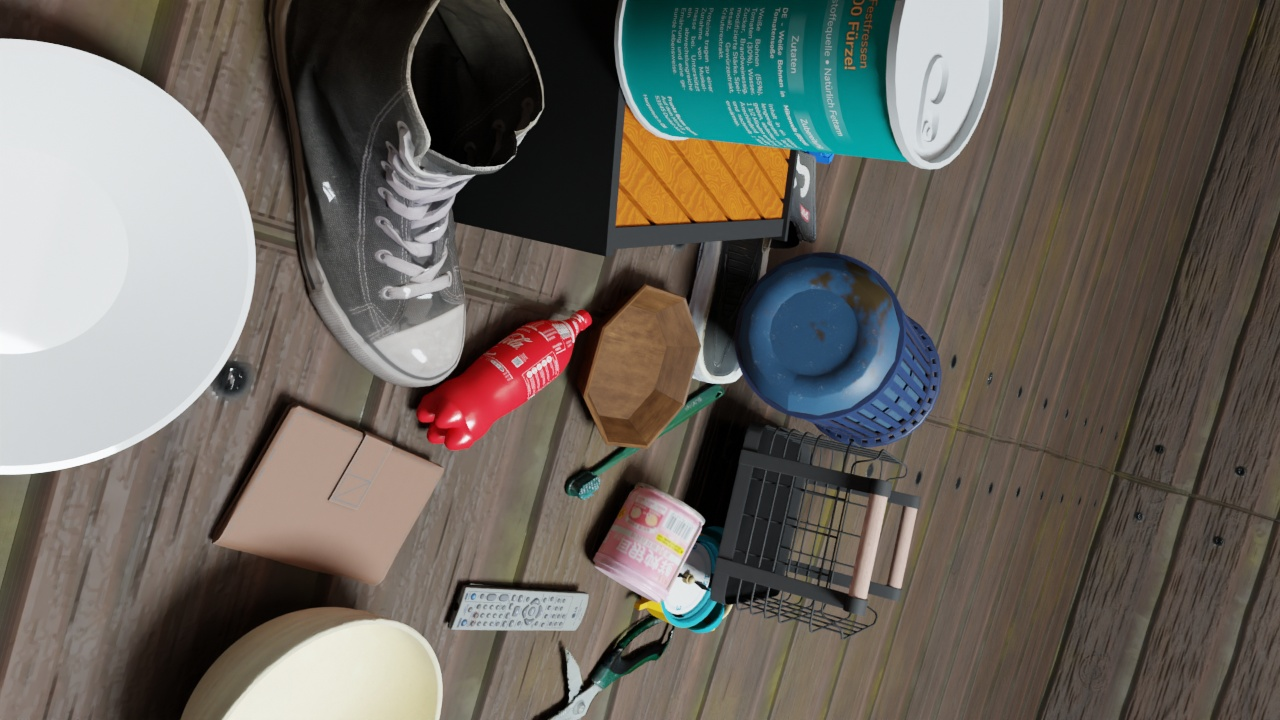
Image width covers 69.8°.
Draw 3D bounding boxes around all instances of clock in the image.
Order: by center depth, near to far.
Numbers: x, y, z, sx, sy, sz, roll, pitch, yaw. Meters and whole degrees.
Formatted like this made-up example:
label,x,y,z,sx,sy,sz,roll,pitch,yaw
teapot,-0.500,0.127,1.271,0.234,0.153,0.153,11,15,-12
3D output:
label,x,y,z,sx,sy,sz,roll,pitch,yaw
clock,0.049,0.198,0.836,0.129,0.044,0.099,18,85,-43

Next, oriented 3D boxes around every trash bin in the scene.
label,x,y,z,sx,sy,sz,roll,pitch,yaw
trash bin,-0.008,-0.148,0.554,0.171,0.140,0.140,-12,113,-48
trash bin,0.174,-0.003,0.787,0.249,0.139,0.139,21,88,-66

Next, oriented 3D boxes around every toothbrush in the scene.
label,x,y,z,sx,sy,sz,roll,pitch,yaw
toothbrush,0.010,0.064,0.758,0.189,0.017,0.016,-31,125,-40

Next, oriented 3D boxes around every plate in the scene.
label,x,y,z,sx,sy,sz,roll,pitch,yaw
plate,-0.253,-0.042,0.381,0.173,0.036,0.174,-22,120,-44
plate,-0.004,0.005,0.710,0.131,0.025,0.131,-22,120,-44

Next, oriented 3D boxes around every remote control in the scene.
label,x,y,z,sx,sy,sz,roll,pitch,yaw
remote control,-0.088,0.186,0.689,0.136,0.013,0.033,21,88,-52

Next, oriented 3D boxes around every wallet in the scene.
label,x,y,z,sx,sy,sz,roll,pitch,yaw
wallet,-0.178,0.082,0.540,0.121,0.013,0.087,36,80,-50

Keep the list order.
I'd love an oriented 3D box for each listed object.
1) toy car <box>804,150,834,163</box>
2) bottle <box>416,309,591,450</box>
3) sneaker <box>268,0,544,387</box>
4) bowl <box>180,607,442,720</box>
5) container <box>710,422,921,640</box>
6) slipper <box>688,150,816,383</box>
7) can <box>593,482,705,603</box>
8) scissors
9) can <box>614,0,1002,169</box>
label,x,y,z,sx,sy,sz,roll,pitch,yaw
toy car,0.171,-0.215,0.827,0.061,0.033,0.092,-42,133,-24
bottle,-0.083,0.007,0.602,0.141,0.042,0.042,-40,132,-34
sneaker,-0.110,-0.082,0.474,0.095,0.120,0.235,-24,124,-44
bowl,-0.194,0.202,0.517,0.150,0.075,0.151,-23,121,-44
container,0.172,0.159,0.852,0.241,0.130,0.162,26,76,-65
slipper,0.100,-0.105,0.769,0.111,0.063,0.264,4,103,-51
can,0.007,0.148,0.746,0.076,0.067,0.067,-60,140,-16
scissors,-0.036,0.317,0.804,0.201,0.015,0.206,-16,118,-47
can,0.074,-0.146,0.421,0.099,0.144,0.099,-22,120,-44
